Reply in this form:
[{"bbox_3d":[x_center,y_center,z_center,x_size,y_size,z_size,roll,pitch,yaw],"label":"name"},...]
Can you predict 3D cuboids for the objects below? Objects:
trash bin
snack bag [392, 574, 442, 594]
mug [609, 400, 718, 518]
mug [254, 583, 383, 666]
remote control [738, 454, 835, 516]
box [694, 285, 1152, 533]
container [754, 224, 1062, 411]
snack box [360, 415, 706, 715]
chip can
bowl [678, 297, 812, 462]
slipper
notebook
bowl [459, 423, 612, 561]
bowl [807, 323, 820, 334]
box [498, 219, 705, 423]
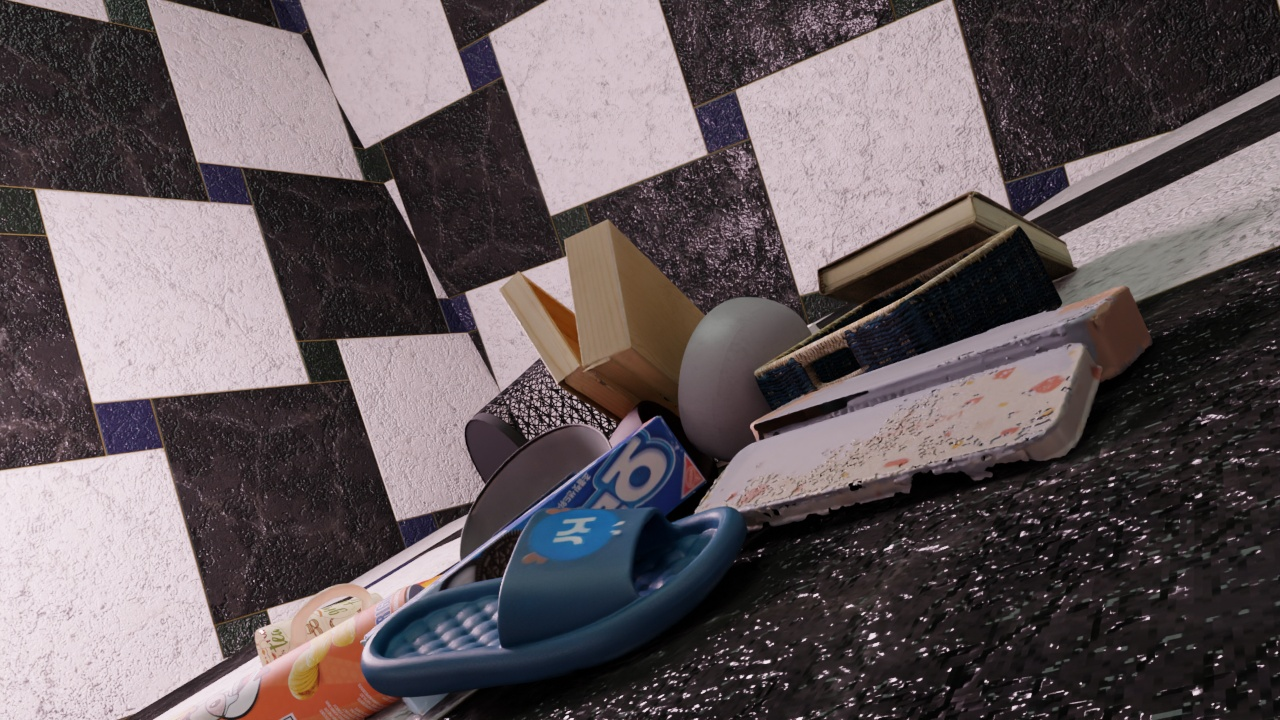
[{"bbox_3d":[-0.069,0.074,1.128,0.242,0.217,0.218,-36,3,-31],"label":"trash bin"},{"bbox_3d":[-0.158,0.195,0.718,0.116,0.036,0.076,-22,7,22],"label":"snack bag"},{"bbox_3d":[0.002,0.099,0.726,0.088,0.087,0.114,-46,22,18],"label":"mug"},{"bbox_3d":[-0.251,0.222,0.745,0.097,0.081,0.122,-20,-44,-34],"label":"mug"},{"bbox_3d":[0.090,0.077,0.574,0.039,0.010,0.124,-30,-1,40],"label":"remote control"},{"bbox_3d":[0.136,0.034,0.475,0.153,0.058,0.217,-28,3,-43],"label":"box"},{"bbox_3d":[0.194,-0.015,0.658,0.186,0.071,0.146,-28,-1,-41],"label":"container"},{"bbox_3d":[-0.063,0.123,0.574,0.225,0.059,0.059,-36,-3,-23],"label":"snack box"},{"bbox_3d":[-0.227,0.225,0.604,0.210,0.062,0.062,-29,-1,1],"label":"chip can"},{"bbox_3d":[0.096,0.019,0.723,0.064,0.132,0.131,15,32,41],"label":"bowl"},{"bbox_3d":[-0.049,0.115,0.457,0.214,0.059,0.103,-20,13,14],"label":"slipper"},{"bbox_3d":[0.256,-0.071,0.810,0.215,0.034,0.191,8,-27,-45],"label":"notebook"},{"bbox_3d":[-0.063,0.123,0.691,0.151,0.057,0.150,-27,37,22],"label":"bowl"},{"bbox_3d":[0.162,0.010,0.937,0.177,0.071,0.177,-30,-1,-1],"label":"bowl"},{"bbox_3d":[-0.007,0.008,0.823,0.123,0.140,0.248,-19,-30,23],"label":"box"}]
